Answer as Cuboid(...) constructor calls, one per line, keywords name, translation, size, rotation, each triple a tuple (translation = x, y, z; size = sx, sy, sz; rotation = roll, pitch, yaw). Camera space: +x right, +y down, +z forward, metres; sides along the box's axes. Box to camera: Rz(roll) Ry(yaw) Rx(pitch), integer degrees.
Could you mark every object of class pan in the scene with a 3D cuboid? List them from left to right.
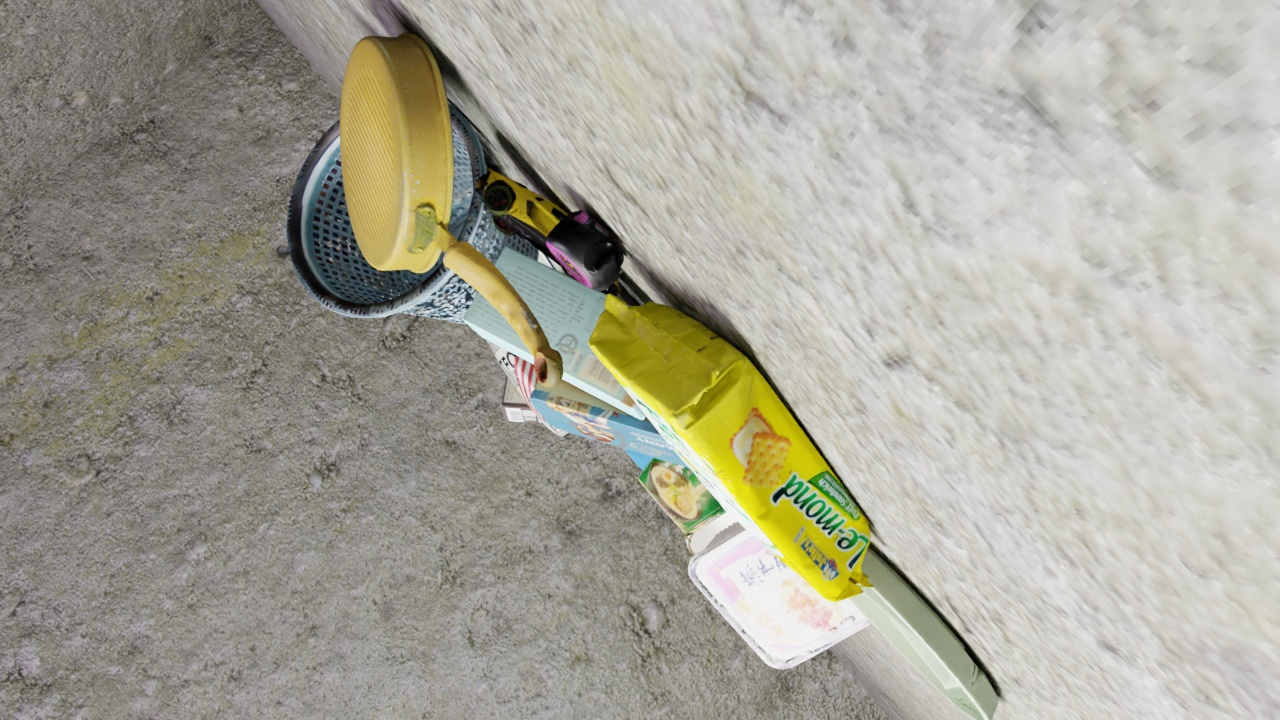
Cuboid(name="pan", translation=(-0.161, -0.114, 0.738), size=(0.357, 0.078, 0.198), rotation=(61, 144, 31))

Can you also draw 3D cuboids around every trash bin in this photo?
Cuboid(name="trash bin", translation=(-0.213, -0.133, 0.957), size=(0.226, 0.227, 0.195), rotation=(47, -173, 23))

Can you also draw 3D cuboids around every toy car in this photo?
Cuboid(name="toy car", translation=(-0.076, -0.106, 0.775), size=(0.156, 0.041, 0.071), rotation=(38, 174, 4))

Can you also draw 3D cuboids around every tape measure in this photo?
Cuboid(name="tape measure", translation=(-0.039, -0.082, 0.677), size=(0.058, 0.039, 0.057), rotation=(42, 173, 15))

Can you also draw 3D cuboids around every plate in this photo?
Cuboid(name="plate", translation=(0.216, 0.215, 0.788), size=(0.230, 0.027, 0.230), rotation=(48, 174, 6))

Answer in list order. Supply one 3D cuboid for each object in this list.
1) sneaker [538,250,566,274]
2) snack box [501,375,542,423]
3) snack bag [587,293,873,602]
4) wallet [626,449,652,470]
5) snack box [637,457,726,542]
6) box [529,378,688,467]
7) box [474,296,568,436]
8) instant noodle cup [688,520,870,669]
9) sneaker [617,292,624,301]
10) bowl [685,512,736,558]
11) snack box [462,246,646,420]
Cuboid(name="sneaker", translation=(-0.127, -0.078, 1.158), size=(0.118, 0.088, 0.241), rotation=(45, 173, 36))
Cuboid(name="snack box", translation=(-0.090, 0.014, 1.058), size=(0.053, 0.125, 0.113), rotation=(91, -175, -63))
Cuboid(name="snack bag", translation=(0.071, 0.062, 0.658), size=(0.246, 0.068, 0.158), rotation=(52, 173, -31))
Cuboid(name="wallet", translation=(0.057, 0.139, 1.169), size=(0.133, 0.040, 0.106), rotation=(0, 140, 40))
Cuboid(name="snack box", translation=(0.060, 0.126, 1.008), size=(0.117, 0.105, 0.118), rotation=(48, 174, 15))
Cuboid(name="box", translation=(-0.001, 0.044, 0.811), size=(0.184, 0.062, 0.090), rotation=(16, 162, 19))
Cuboid(name="box", translation=(-0.116, 0.004, 0.901), size=(0.164, 0.060, 0.072), rotation=(57, 141, 5))
Cuboid(name="instant noodle cup", translation=(0.145, 0.220, 0.940), size=(0.173, 0.138, 0.060), rotation=(51, -164, -18))
Cuboid(name="sneaker", translation=(-0.044, -0.019, 0.921), size=(0.091, 0.089, 0.242), rotation=(41, 165, 1))
Cuboid(name="bowl", translation=(0.103, 0.184, 1.105), size=(0.113, 0.113, 0.062), rotation=(54, -168, -48))
Cuboid(name="snack box", translation=(-0.056, -0.023, 0.765), size=(0.175, 0.074, 0.051), rotation=(27, 170, 16))
